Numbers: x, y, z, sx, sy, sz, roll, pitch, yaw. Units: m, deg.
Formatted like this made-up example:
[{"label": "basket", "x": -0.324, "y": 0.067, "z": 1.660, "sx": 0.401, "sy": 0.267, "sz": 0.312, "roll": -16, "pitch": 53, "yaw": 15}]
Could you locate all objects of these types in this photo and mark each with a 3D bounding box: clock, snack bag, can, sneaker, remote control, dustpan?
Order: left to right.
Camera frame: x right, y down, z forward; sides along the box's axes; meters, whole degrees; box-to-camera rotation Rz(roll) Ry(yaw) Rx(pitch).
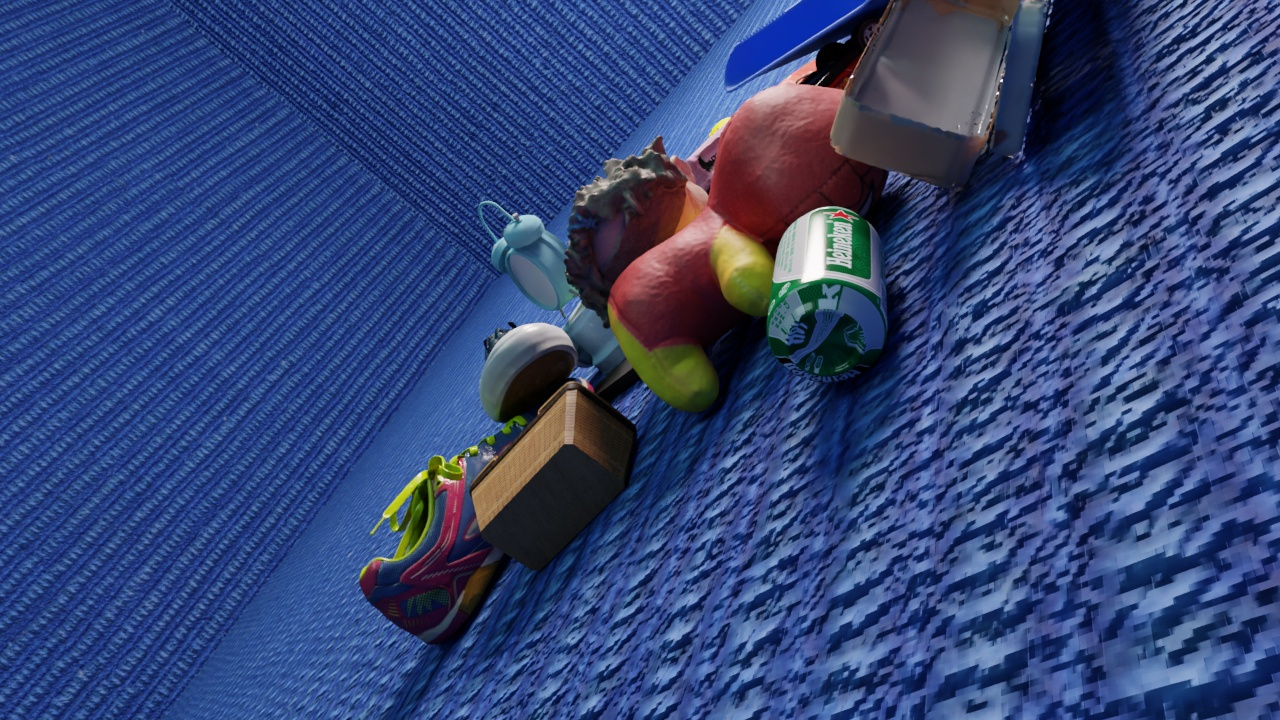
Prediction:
[{"label": "sneaker", "x": -0.118, "y": 0.089, "z": 0.692, "sx": 0.117, "sy": 0.091, "sz": 0.241, "roll": -37, "pitch": 17, "yaw": 54}, {"label": "sneaker", "x": -0.109, "y": 0.003, "z": 0.793, "sx": 0.087, "sy": 0.079, "sz": 0.236, "roll": -35, "pitch": -7, "yaw": -10}, {"label": "clock", "x": -0.097, "y": -0.094, "z": 0.812, "sx": 0.041, "sy": 0.123, "sz": 0.088, "roll": -46, "pitch": 5, "yaw": -26}, {"label": "clock", "x": -0.022, "y": -0.045, "z": 0.833, "sx": 0.117, "sy": 0.060, "sz": 0.162, "roll": -57, "pitch": 10, "yaw": -23}, {"label": "remote control", "x": -0.004, "y": 0.004, "z": 0.736, "sx": 0.125, "sy": 0.010, "sz": 0.039, "roll": -39, "pitch": 16, "yaw": 41}, {"label": "snack bag", "x": 0.157, "y": -0.280, "z": 0.957, "sx": 0.087, "sy": 0.044, "sz": 0.154, "roll": -48, "pitch": 6, "yaw": 41}, {"label": "can", "x": 0.088, "y": -0.033, "z": 0.432, "sx": 0.053, "sy": 0.053, "sz": 0.100, "roll": -42, "pitch": 15, "yaw": 31}, {"label": "dustpan", "x": 0.216, "y": -0.325, "z": 0.764, "sx": 0.257, "sy": 0.059, "sz": 0.246, "roll": -27, "pitch": 9, "yaw": -16}]

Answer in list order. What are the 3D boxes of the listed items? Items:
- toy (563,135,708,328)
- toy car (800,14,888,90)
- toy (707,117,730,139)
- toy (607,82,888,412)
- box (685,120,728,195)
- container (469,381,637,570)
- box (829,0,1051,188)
[{"label": "toy", "x": 0.013, "y": -0.091, "z": 0.656, "sx": 0.076, "sy": 0.175, "sz": 0.133, "roll": 41, "pitch": 115, "yaw": 35}, {"label": "toy car", "x": 0.139, "y": -0.202, "z": 0.726, "sx": 0.189, "sy": 0.056, "sz": 0.081, "roll": -43, "pitch": 10, "yaw": -7}, {"label": "toy", "x": 0.084, "y": -0.204, "z": 0.939, "sx": 0.095, "sy": 0.041, "sz": 0.094, "roll": -83, "pitch": 11, "yaw": -68}, {"label": "toy", "x": 0.065, "y": -0.077, "z": 0.559, "sx": 0.216, "sy": 0.098, "sz": 0.147, "roll": -53, "pitch": 20, "yaw": 9}, {"label": "box", "x": 0.044, "y": -0.145, "z": 0.882, "sx": 0.097, "sy": 0.046, "sz": 0.233, "roll": -45, "pitch": 0, "yaw": -28}, {"label": "container", "x": -0.057, "y": 0.079, "z": 0.595, "sx": 0.114, "sy": 0.063, "sz": 0.061, "roll": -46, "pitch": 20, "yaw": 16}, {"label": "box", "x": 0.171, "y": -0.182, "z": 0.496, "sx": 0.108, "sy": 0.095, "sz": 0.215, "roll": 2, "pitch": 43, "yaw": 29}]
